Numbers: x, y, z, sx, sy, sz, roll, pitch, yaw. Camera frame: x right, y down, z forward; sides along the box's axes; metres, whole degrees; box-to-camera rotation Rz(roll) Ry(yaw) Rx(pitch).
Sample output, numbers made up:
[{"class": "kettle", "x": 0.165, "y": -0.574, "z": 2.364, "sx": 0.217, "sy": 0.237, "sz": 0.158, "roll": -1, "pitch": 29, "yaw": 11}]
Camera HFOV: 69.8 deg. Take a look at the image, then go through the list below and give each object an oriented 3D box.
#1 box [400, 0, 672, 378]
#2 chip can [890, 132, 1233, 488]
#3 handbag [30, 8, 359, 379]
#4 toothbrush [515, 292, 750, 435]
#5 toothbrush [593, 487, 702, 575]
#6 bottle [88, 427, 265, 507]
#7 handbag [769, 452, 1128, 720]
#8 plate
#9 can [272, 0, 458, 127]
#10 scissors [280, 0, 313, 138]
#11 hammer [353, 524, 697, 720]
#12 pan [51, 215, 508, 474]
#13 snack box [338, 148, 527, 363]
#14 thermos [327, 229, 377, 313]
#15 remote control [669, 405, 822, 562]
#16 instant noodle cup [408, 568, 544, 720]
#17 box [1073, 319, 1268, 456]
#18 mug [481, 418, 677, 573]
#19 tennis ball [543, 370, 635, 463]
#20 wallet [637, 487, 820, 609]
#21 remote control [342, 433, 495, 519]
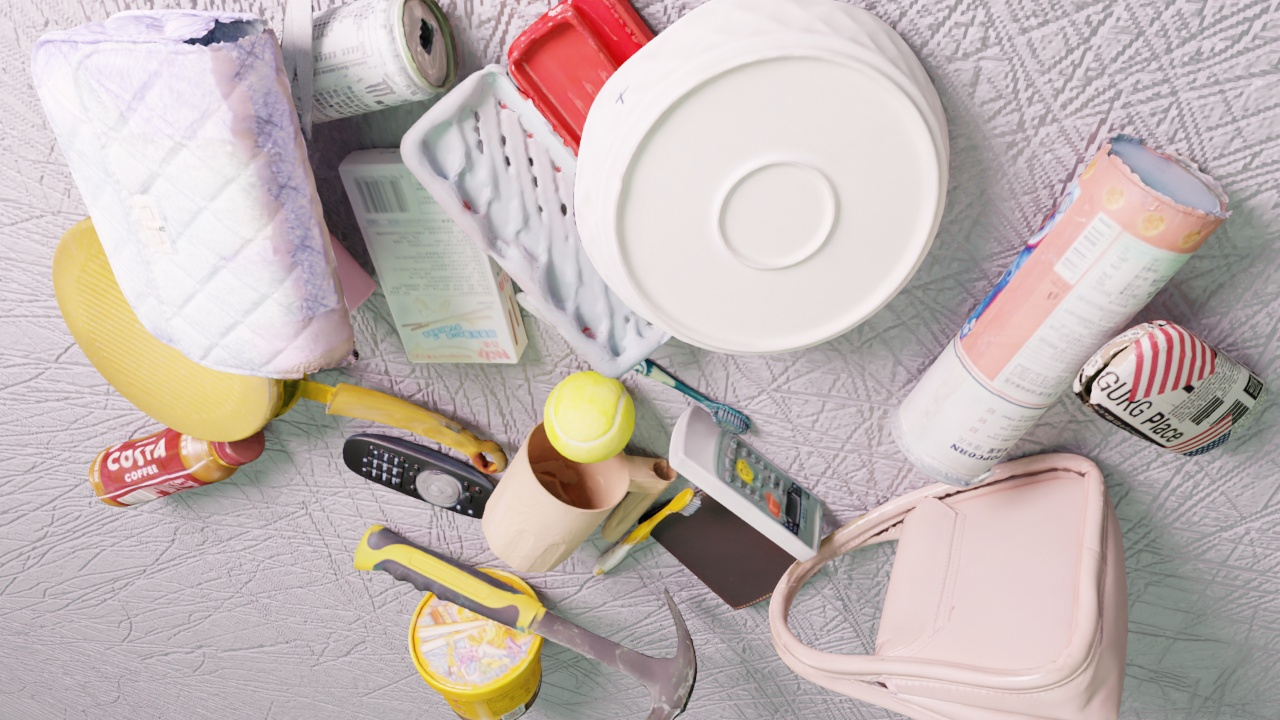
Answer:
[{"class": "box", "x": -0.020, "y": -0.096, "z": 0.537, "sx": 0.161, "sy": 0.058, "sz": 0.201, "roll": -33, "pitch": 116, "yaw": 18}, {"class": "chip can", "x": 0.227, "y": -0.019, "z": 0.521, "sx": 0.071, "sy": 0.071, "sz": 0.215, "roll": 22, "pitch": 131, "yaw": -3}, {"class": "handbag", "x": -0.235, "y": -0.085, "z": 0.499, "sx": 0.134, "sy": 0.075, "sz": 0.194, "roll": 8, "pitch": 127, "yaw": 18}, {"class": "toothbrush", "x": -0.004, "y": 0.004, "z": 0.641, "sx": 0.191, "sy": 0.018, "sz": 0.016, "roll": 30, "pitch": 130, "yaw": -10}, {"class": "toothbrush", "x": 0.002, "y": 0.142, "z": 0.735, "sx": 0.018, "sy": 0.016, "sz": 0.192, "roll": 27, "pitch": 142, "yaw": -10}, {"class": "bottle", "x": -0.399, "y": 0.085, "z": 0.794, "sx": 0.175, "sy": 0.057, "sz": 0.057, "roll": -15, "pitch": 123, "yaw": 26}, {"class": "handbag", "x": 0.193, "y": 0.158, "z": 0.613, "sx": 0.235, "sy": 0.192, "sz": 0.093, "roll": -9, "pitch": 120, "yaw": 32}, {"class": "plate", "x": 0.068, "y": -0.085, "z": 0.489, "sx": 0.205, "sy": 0.045, "sz": 0.205, "roll": -3, "pitch": 125, "yaw": -5}, {"class": "can", "x": -0.181, "y": -0.166, "z": 0.522, "sx": 0.147, "sy": 0.058, "sz": 0.058, "roll": -6, "pitch": 127, "yaw": 20}, {"class": "scissors", "x": -0.184, "y": -0.208, "z": 0.476, "sx": 0.133, "sy": 0.012, "sz": 0.173, "roll": 43, "pitch": 112, "yaw": 4}, {"class": "hammer", "x": -0.103, "y": 0.213, "z": 0.786, "sx": 0.323, "sy": 0.126, "sz": 0.032, "roll": 19, "pitch": 154, "yaw": 18}, {"class": "pan", "x": -0.267, "y": 0.006, "z": 0.691, "sx": 0.357, "sy": 0.078, "sz": 0.198, "roll": 32, "pitch": 131, "yaw": 0}, {"class": "snack box", "x": -0.135, "y": -0.066, "z": 0.613, "sx": 0.085, "sy": 0.026, "sz": 0.157, "roll": 1, "pitch": 129, "yaw": 15}, {"class": "thermos", "x": -0.254, "y": -0.102, "z": 0.579, "sx": 0.198, "sy": 0.067, "sz": 0.087, "roll": 53, "pitch": 153, "yaw": -19}, {"class": "remote control", "x": 0.078, "y": 0.088, "z": 0.663, "sx": 0.135, "sy": 0.056, "sz": 0.019, "roll": 38, "pitch": 128, "yaw": -16}, {"class": "instant noodle cup", "x": -0.142, "y": 0.272, "z": 0.844, "sx": 0.118, "sy": 0.118, "sz": 0.115, "roll": 8, "pitch": 138, "yaw": 9}, {"class": "box", "x": 0.300, "y": 0.015, "z": 0.518, "sx": 0.164, "sy": 0.052, "sz": 0.069, "roll": 21, "pitch": 136, "yaw": -38}, {"class": "mug", "x": -0.050, "y": 0.106, "z": 0.709, "sx": 0.124, "sy": 0.084, "sz": 0.104, "roll": 9, "pitch": 138, "yaw": -28}, {"class": "tennis ball", "x": -0.036, "y": 0.040, "z": 0.648, "sx": 0.065, "sy": 0.065, "sz": 0.066, "roll": 8, "pitch": 131, "yaw": 9}, {"class": "wallet", "x": 0.072, "y": 0.149, "z": 0.740, "sx": 0.097, "sy": 0.020, "sz": 0.122, "roll": -34, "pitch": 113, "yaw": 31}, {"class": "remote control", "x": -0.179, "y": 0.092, "z": 0.759, "sx": 0.136, "sy": 0.024, "sz": 0.053, "roll": 20, "pitch": 125, "yaw": 1}]
